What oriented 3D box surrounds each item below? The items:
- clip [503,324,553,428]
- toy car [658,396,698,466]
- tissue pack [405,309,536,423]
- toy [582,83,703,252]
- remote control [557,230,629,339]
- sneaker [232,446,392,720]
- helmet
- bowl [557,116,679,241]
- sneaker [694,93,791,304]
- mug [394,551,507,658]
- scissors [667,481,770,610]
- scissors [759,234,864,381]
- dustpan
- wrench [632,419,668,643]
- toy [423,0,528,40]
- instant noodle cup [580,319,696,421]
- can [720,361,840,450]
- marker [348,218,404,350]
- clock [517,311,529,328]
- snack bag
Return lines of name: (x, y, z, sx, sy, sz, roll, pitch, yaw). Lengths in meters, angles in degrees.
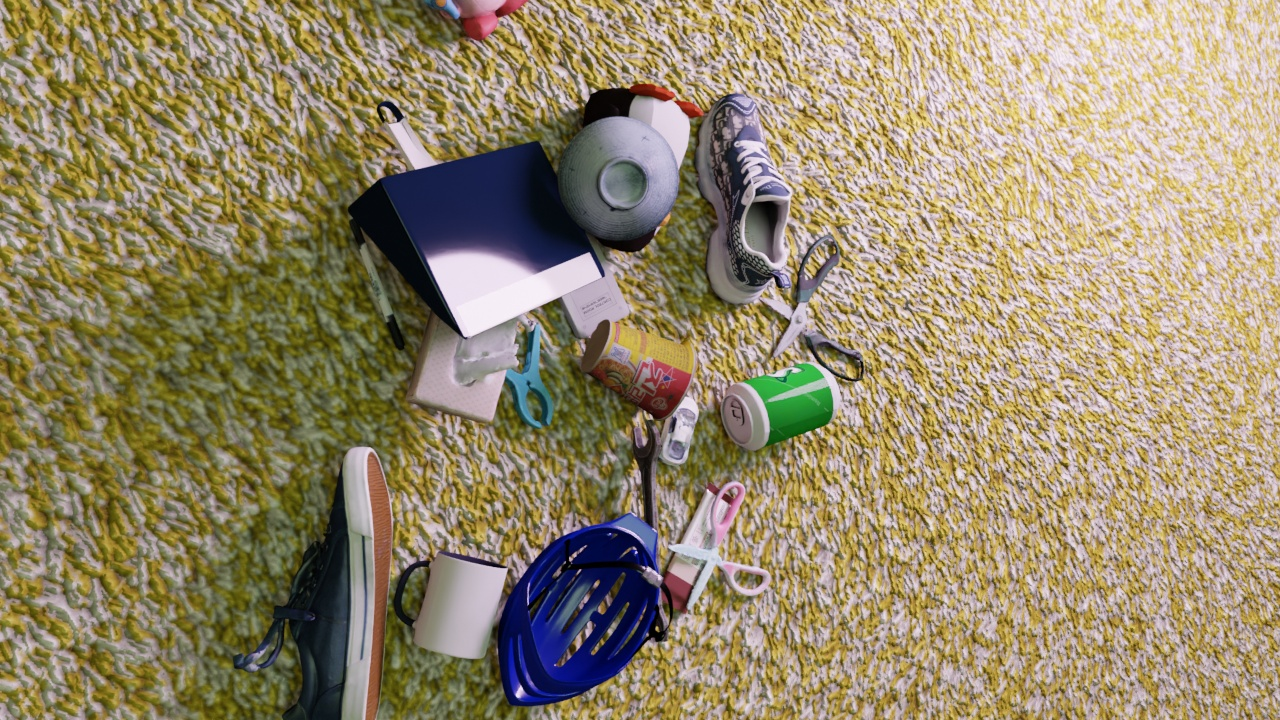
clip: (-0.129, 0.022, 1.070, 0.097, 0.026, 0.116, -25, 98, -22)
toy car: (0.049, 0.087, 1.147, 0.038, 0.027, 0.089, 19, 79, -21)
tissue pack: (-0.174, -0.030, 0.982, 0.103, 0.071, 0.181, 20, 76, -22)
toy: (-0.020, -0.223, 1.094, 0.158, 0.140, 0.184, 4, 96, -57)
remote control: (-0.076, -0.107, 1.103, 0.074, 0.019, 0.151, -29, 101, -23)
sneaker: (-0.325, 0.233, 0.935, 0.127, 0.121, 0.294, 5, 87, -3)
helmet: (-0.054, 0.272, 0.979, 0.148, 0.228, 0.241, 39, 71, -9)
bowl: (-0.021, -0.195, 0.999, 0.137, 0.057, 0.137, -2, 106, -6)
sneaker: (0.144, -0.210, 1.150, 0.103, 0.133, 0.269, -2, 87, -24)
mug: (-0.211, 0.260, 0.996, 0.112, 0.079, 0.096, 13, 81, 4)
scissors: (0.109, 0.244, 1.163, 0.177, 0.013, 0.170, 35, 73, -29)
scissors: (0.253, -0.058, 1.259, 0.205, 0.015, 0.201, 41, 71, -20)
dustpan: (-0.192, -0.167, 0.975, 0.235, 0.080, 0.273, -31, 96, -50)
wrench: (0.013, 0.207, 1.104, 0.010, 0.070, 0.273, -4, 91, -25)
toy: (-0.206, -0.434, 1.037, 0.124, 0.097, 0.131, -46, 125, -14)
instant noodle cup: (-0.007, 0.006, 1.085, 0.112, 0.100, 0.100, 24, 77, -22)
can: (0.180, 0.057, 1.177, 0.139, 0.088, 0.088, -16, 94, -25)
marker: (-0.288, -0.083, 1.006, 0.011, 0.011, 0.152, -22, 96, -25)
clock: (-0.179, -0.080, 1.040, 0.119, 0.043, 0.094, 38, 74, -18)
snack bag: (0.071, 0.236, 1.158, 0.057, 0.013, 0.157, 35, 73, -26)
